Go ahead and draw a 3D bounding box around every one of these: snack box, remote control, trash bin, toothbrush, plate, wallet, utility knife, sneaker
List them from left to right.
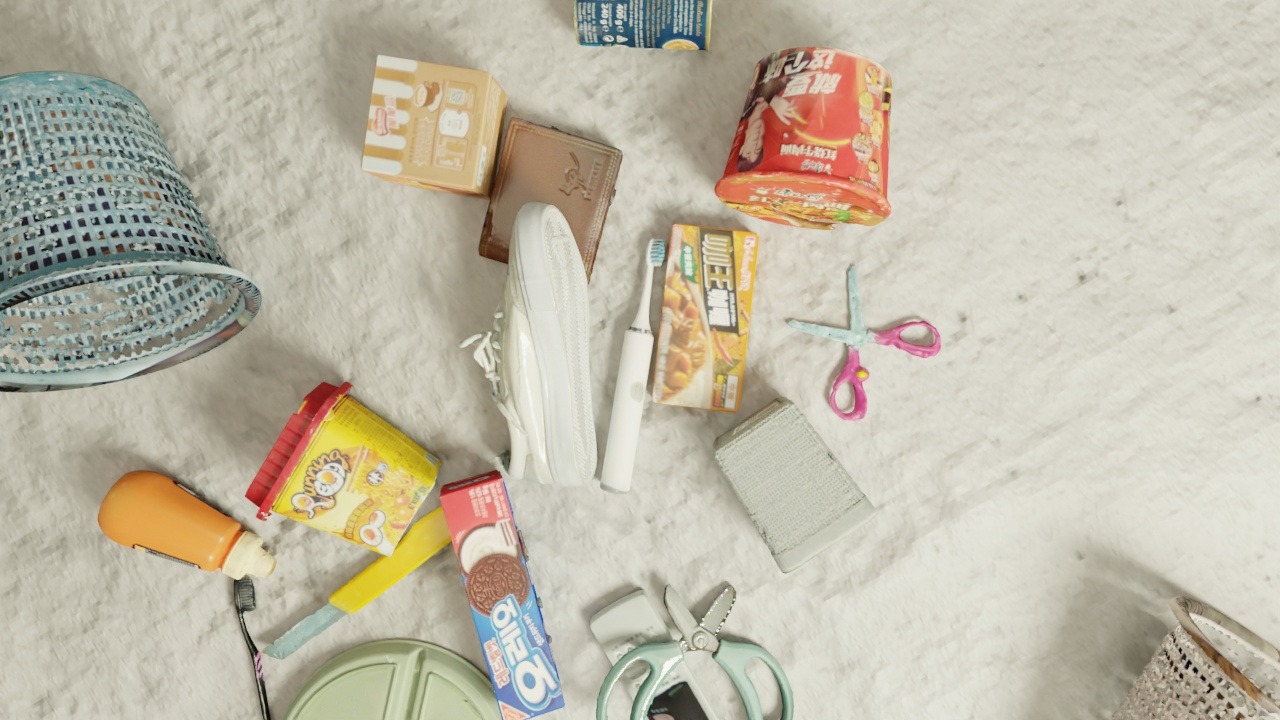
[{"bbox_3d":[-0.443,-0.106,0.725,0.226,0.226,0.195,-22,80,4],"label":"trash bin"},{"bbox_3d":[-0.343,0.288,0.831,0.017,0.014,0.189,-11,94,-9],"label":"toothbrush"},{"bbox_3d":[-0.243,0.197,0.817,0.230,0.015,0.033,-36,91,2],"label":"utility knife"},{"bbox_3d":[-0.217,0.365,0.810,0.230,0.027,0.230,0,87,4],"label":"plate"},{"bbox_3d":[-0.168,-0.190,0.759,0.094,0.077,0.093,10,94,1],"label":"snack box"},{"bbox_3d":[-0.117,0.201,0.784,0.058,0.057,0.207,-16,94,-11],"label":"snack box"},{"bbox_3d":[-0.094,-0.009,0.757,0.091,0.089,0.242,1,109,14],"label":"sneaker"},{"bbox_3d":[-0.076,-0.133,0.782,0.101,0.032,0.124,15,96,-1],"label":"wallet"},{"bbox_3d":[-0.005,0.005,0.788,0.026,0.026,0.221,13,95,44],"label":"toothbrush"},{"bbox_3d":[0.015,0.278,0.807,0.058,0.021,0.150,-31,91,4],"label":"remote control"},{"bbox_3d":[0.055,-0.036,0.783,0.075,0.026,0.154,7,94,2],"label":"snack box"},{"bbox_3d":[0.452,0.330,0.706,0.227,0.227,0.192,33,107,0],"label":"trash bin"}]

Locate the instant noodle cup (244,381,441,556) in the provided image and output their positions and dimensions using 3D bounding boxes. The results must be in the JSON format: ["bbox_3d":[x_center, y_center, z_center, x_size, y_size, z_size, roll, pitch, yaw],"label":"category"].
[{"bbox_3d":[-0.242,0.094,0.770,0.123,0.116,0.116,31,94,-11],"label":"instant noodle cup"}]

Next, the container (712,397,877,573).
[{"bbox_3d":[0.120,0.097,0.758,0.090,0.090,0.114,-34,88,4],"label":"container"}]

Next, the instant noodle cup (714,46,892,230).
[{"bbox_3d":[0.133,-0.174,0.721,0.138,0.138,0.108,10,86,2],"label":"instant noodle cup"}]

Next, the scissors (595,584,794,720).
[{"bbox_3d":[0.050,0.286,0.789,0.170,0.019,0.174,45,76,-4],"label":"scissors"}]

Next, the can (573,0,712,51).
[{"bbox_3d":[0.003,-0.292,0.744,0.111,0.075,0.075,3,94,3],"label":"can"}]

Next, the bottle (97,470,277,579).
[{"bbox_3d":[-0.390,0.151,0.803,0.149,0.066,0.067,27,94,-6],"label":"bottle"}]

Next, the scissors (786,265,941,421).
[{"bbox_3d":[0.192,-0.015,0.784,0.136,0.017,0.133,-4,90,6],"label":"scissors"}]
